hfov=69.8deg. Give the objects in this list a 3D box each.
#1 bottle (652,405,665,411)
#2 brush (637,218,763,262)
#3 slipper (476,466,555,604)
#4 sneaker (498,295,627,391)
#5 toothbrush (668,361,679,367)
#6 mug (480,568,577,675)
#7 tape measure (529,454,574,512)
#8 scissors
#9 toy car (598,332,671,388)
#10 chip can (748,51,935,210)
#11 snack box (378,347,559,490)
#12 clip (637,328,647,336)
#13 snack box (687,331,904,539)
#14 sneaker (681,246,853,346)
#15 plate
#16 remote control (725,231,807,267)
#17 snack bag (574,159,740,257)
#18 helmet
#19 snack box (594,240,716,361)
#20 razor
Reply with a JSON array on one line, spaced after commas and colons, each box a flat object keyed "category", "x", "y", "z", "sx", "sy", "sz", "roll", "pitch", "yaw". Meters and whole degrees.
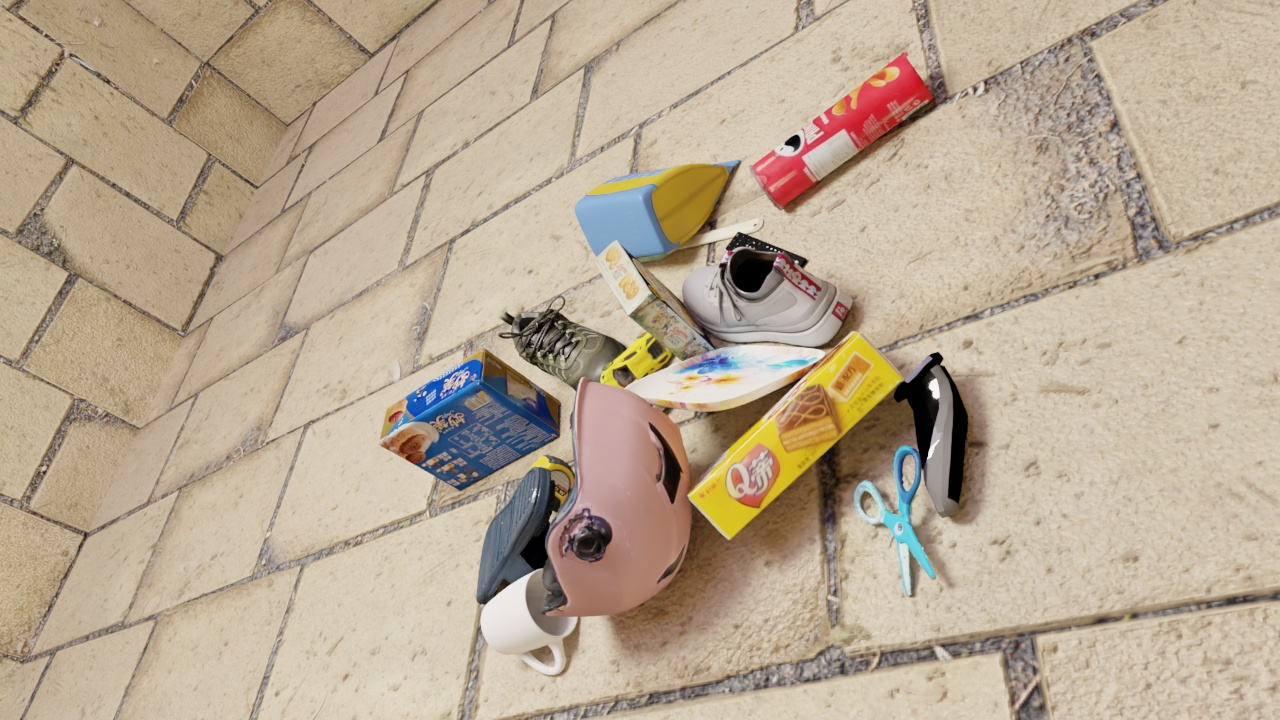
[{"category": "bottle", "x": -0.003, "y": 0.066, "z": 1.151, "sx": 0.111, "sy": 0.043, "sz": 0.043, "roll": -48, "pitch": 36, "yaw": 3}, {"category": "brush", "x": 0.082, "y": -0.171, "z": 1.294, "sx": 0.218, "sy": 0.012, "sz": 0.033, "roll": -8, "pitch": 53, "yaw": 41}, {"category": "slipper", "x": -0.135, "y": 0.223, "z": 1.107, "sx": 0.264, "sy": 0.082, "sz": 0.101, "roll": 123, "pitch": 158, "yaw": -45}, {"category": "sneaker", "x": -0.115, "y": -0.031, "z": 1.271, "sx": 0.238, "sy": 0.143, "sz": 0.101, "roll": 21, "pitch": 75, "yaw": 52}, {"category": "toothbrush", "x": -0.018, "y": 0.053, "z": 1.203, "sx": 0.182, "sy": 0.015, "sz": 0.018, "roll": -33, "pitch": 33, "yaw": 23}, {"category": "mug", "x": -0.125, "y": 0.309, "z": 1.055, "sx": 0.088, "sy": 0.080, "sz": 0.114, "roll": -33, "pitch": 70, "yaw": 32}, {"category": "tape measure", "x": -0.116, "y": 0.155, "z": 1.177, "sx": 0.037, "sy": 0.065, "sz": 0.064, "roll": 19, "pitch": 79, "yaw": 56}, {"category": "scissors", "x": 0.239, "y": 0.139, "z": 0.823, "sx": 0.140, "sy": 0.013, "sz": 0.115, "roll": -111, "pitch": 39, "yaw": -53}, {"category": "toy car", "x": -0.007, "y": 0.007, "z": 1.186, "sx": 0.106, "sy": 0.049, "sz": 0.030, "roll": -42, "pitch": 18, "yaw": -9}, {"category": "chip can", "x": 0.252, "y": -0.288, "z": 1.160, "sx": 0.233, "sy": 0.073, "sz": 0.073, "roll": -35, "pitch": 39, "yaw": 20}, {"category": "snack box", "x": -0.239, "y": 0.087, "z": 1.291, "sx": 0.203, "sy": 0.155, "sz": 0.069, "roll": -30, "pitch": 42, "yaw": 27}, {"category": "clip", "x": 0.009, "y": -0.021, "z": 1.233, "sx": 0.039, "sy": 0.024, "sz": 0.060, "roll": -51, "pitch": 26, "yaw": -5}, {"category": "snack box", "x": 0.153, "y": 0.071, "z": 0.918, "sx": 0.230, "sy": 0.061, "sz": 0.110, "roll": -44, "pitch": -5, "yaw": 9}, {"category": "sneaker", "x": 0.118, "y": -0.089, "z": 1.085, "sx": 0.263, "sy": 0.128, "sz": 0.096, "roll": 15, "pitch": 69, "yaw": 55}, {"category": "plate", "x": 0.093, "y": 0.020, "z": 1.019, "sx": 0.186, "sy": 0.016, "sz": 0.187, "roll": -22, "pitch": 15, "yaw": -34}, {"category": "remote control", "x": 0.159, "y": -0.137, "z": 1.178, "sx": 0.030, "sy": 0.009, "sz": 0.140, "roll": -53, "pitch": 38, "yaw": -2}, {"category": "snack bag", "x": 0.031, "y": -0.237, "z": 1.336, "sx": 0.159, "sy": 0.102, "sz": 0.204, "roll": 3, "pitch": 36, "yaw": 48}, {"category": "helmet", "x": -0.021, "y": 0.145, "z": 0.962, "sx": 0.229, "sy": 0.152, "sz": 0.256, "roll": -78, "pitch": -8, "yaw": -72}, {"category": "snack box", "x": 0.021, "y": -0.066, "z": 1.154, "sx": 0.043, "sy": 0.145, "sz": 0.144, "roll": -43, "pitch": 37, "yaw": 10}, {"category": "razor", "x": 0.275, "y": 0.070, "z": 0.844, "sx": 0.060, "sy": 0.057, "sz": 0.156, "roll": -10, "pitch": 56, "yaw": 6}]
